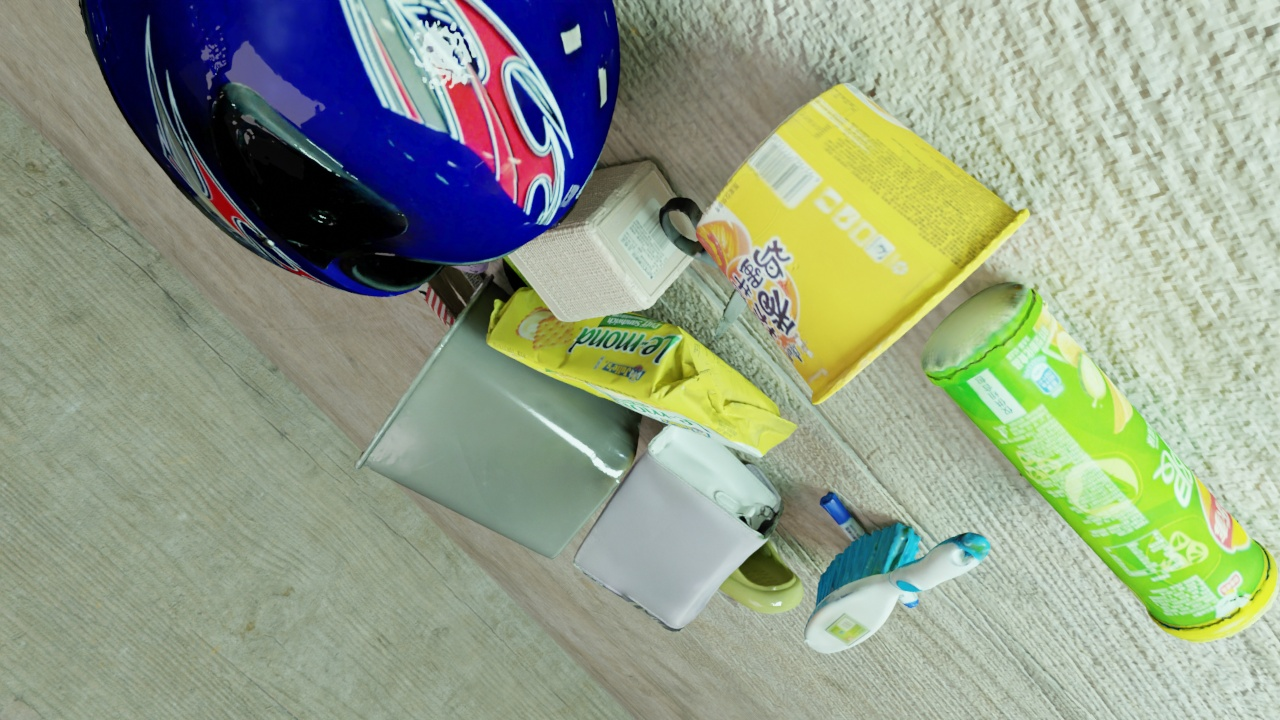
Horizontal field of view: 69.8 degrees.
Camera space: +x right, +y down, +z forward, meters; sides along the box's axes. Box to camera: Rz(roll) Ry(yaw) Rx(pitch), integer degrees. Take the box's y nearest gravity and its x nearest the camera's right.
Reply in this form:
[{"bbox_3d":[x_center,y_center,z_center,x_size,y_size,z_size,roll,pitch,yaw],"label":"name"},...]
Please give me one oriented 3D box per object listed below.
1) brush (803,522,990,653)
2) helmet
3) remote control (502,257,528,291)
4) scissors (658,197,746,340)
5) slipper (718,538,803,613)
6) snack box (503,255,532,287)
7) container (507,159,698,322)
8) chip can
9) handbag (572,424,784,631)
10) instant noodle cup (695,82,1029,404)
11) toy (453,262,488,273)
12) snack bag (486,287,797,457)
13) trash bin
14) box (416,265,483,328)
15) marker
[{"bbox_3d":[0.206,0.174,0.745,0.060,0.109,0.315,33,142,7],"label":"brush"},{"bbox_3d":[-0.130,-0.163,0.518,0.241,0.246,0.316,6,151,21],"label":"helmet"},{"bbox_3d":[-0.093,-0.053,0.920,0.136,0.024,0.053,45,158,-7],"label":"remote control"},{"bbox_3d":[0.077,-0.055,0.628,0.181,0.014,0.160,36,150,-30],"label":"scissors"},{"bbox_3d":[0.104,0.202,1.006,0.191,0.091,0.082,29,118,46],"label":"slipper"},{"bbox_3d":[-0.116,-0.122,0.835,0.156,0.026,0.086,49,157,-16],"label":"snack box"},{"bbox_3d":[-0.025,-0.087,0.673,0.111,0.089,0.090,1,134,54],"label":"container"},{"bbox_3d":[0.247,0.054,0.501,0.221,0.072,0.073,45,157,-8],"label":"chip can"},{"bbox_3d":[0.038,0.170,0.931,0.145,0.098,0.198,41,130,12],"label":"handbag"},{"bbox_3d":[0.102,-0.062,0.465,0.110,0.137,0.138,47,158,8],"label":"instant noodle cup"},{"bbox_3d":[-0.173,-0.117,0.919,0.084,0.038,0.108,34,158,-9],"label":"toy"},{"bbox_3d":[-0.005,0.004,0.771,0.247,0.068,0.158,19,174,41],"label":"snack bag"},{"bbox_3d":[-0.131,0.063,0.934,0.219,0.199,0.198,35,-159,-11],"label":"trash bin"},{"bbox_3d":[-0.206,-0.099,1.010,0.163,0.081,0.074,56,-175,-32],"label":"box"},{"bbox_3d":[0.213,0.177,0.847,0.146,0.016,0.017,49,156,-17],"label":"marker"}]
